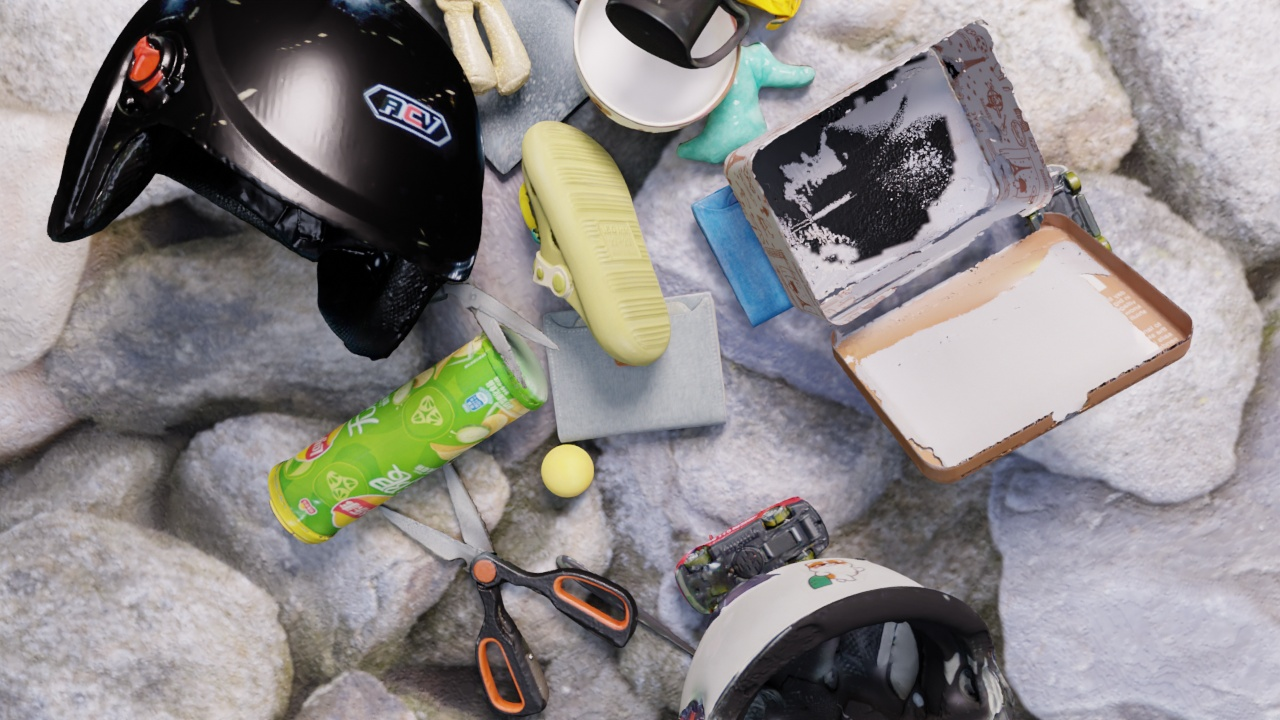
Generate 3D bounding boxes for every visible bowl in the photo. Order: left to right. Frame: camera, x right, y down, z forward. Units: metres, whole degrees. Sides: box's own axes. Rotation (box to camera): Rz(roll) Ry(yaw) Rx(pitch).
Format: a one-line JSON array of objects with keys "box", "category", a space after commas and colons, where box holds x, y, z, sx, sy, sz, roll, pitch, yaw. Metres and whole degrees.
[{"box": [0.007, -0.208, 0.631, 0.113, 0.062, 0.113, 1, 87, -10], "category": "bowl"}]

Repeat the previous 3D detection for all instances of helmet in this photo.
[{"box": [-0.211, -0.135, 0.578, 0.275, 0.233, 0.230, 13, 83, 42], "category": "helmet"}, {"box": [0.124, 0.247, 0.652, 0.229, 0.157, 0.274, -8, 109, -14], "category": "helmet"}]

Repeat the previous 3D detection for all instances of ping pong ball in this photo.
[{"box": [-0.056, 0.085, 0.706, 0.040, 0.040, 0.040, 1, 99, 4], "category": "ping pong ball"}]

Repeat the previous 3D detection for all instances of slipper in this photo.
[{"box": [-0.046, -0.076, 0.647, 0.082, 0.091, 0.190, -29, 77, 29], "category": "slipper"}]

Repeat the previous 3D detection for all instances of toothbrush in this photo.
[{"box": [0.006, 0.211, 0.734, 0.181, 0.018, 0.016, 36, 107, 0], "category": "toothbrush"}]

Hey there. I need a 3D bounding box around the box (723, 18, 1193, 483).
[{"box": [0.189, -0.070, 0.590, 0.179, 0.130, 0.272, -30, 75, -1], "category": "box"}]

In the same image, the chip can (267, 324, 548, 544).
[{"box": [-0.174, 0.055, 0.695, 0.221, 0.072, 0.072, -32, 95, 8], "category": "chip can"}]

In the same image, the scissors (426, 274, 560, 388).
[{"box": [-0.126, -0.047, 0.666, 0.166, 0.014, 0.162, -10, 74, 27], "category": "scissors"}]

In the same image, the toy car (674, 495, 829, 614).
[{"box": [0.084, 0.149, 0.702, 0.120, 0.045, 0.053, -29, 94, 3], "category": "toy car"}]

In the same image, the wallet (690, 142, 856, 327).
[{"box": [0.117, -0.099, 0.667, 0.133, 0.040, 0.106, -27, 100, 6], "category": "wallet"}]

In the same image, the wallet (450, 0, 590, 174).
[{"box": [-0.089, -0.211, 0.675, 0.121, 0.019, 0.097, -40, 92, 10], "category": "wallet"}]

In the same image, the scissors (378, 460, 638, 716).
[{"box": [-0.103, 0.180, 0.734, 0.225, 0.021, 0.221, -1, 98, 10], "category": "scissors"}]

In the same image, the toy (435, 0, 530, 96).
[{"box": [-0.126, -0.259, 0.641, 0.105, 0.066, 0.157, -23, 88, -18], "category": "toy"}]

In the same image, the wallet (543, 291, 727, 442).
[{"box": [-0.004, 0.004, 0.692, 0.130, 0.037, 0.106, -7, 99, 5], "category": "wallet"}]

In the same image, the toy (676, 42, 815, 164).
[{"box": [0.076, -0.187, 0.659, 0.096, 0.030, 0.092, 3, 101, 1], "category": "toy"}]

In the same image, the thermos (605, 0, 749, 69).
[{"box": [0.070, -0.303, 0.582, 0.090, 0.068, 0.242, 30, 88, -35], "category": "thermos"}]

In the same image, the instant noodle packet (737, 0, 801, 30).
[{"box": [0.069, -0.303, 0.634, 0.128, 0.044, 0.111, 27, 93, -4], "category": "instant noodle packet"}]

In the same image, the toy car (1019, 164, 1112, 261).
[{"box": [0.298, -0.094, 0.653, 0.042, 0.035, 0.090, -26, 96, 6], "category": "toy car"}]

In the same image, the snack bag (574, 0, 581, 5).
[{"box": [-0.063, -0.292, 0.642, 0.026, 0.045, 0.105, -34, 89, -15], "category": "snack bag"}]
